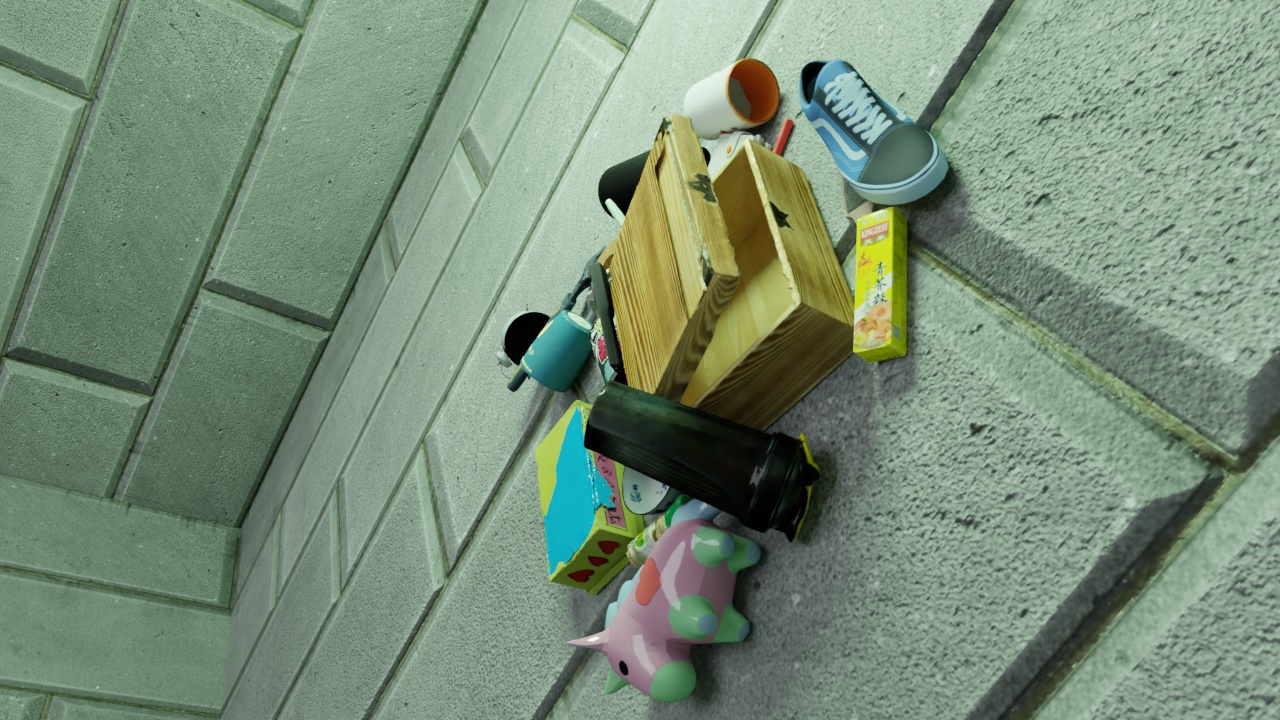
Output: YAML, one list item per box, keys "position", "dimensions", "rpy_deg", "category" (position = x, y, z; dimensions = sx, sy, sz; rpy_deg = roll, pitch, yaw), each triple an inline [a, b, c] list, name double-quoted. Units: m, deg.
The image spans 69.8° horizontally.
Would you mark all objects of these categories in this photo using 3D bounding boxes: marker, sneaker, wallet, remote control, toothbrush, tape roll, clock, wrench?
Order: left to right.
- position: [-0.183, -0.024, 1.483]
  dimensions: [0.122, 0.094, 0.035]
  rpy_deg: [-62, 25, 1]
  category: "clock"
- position: [-0.130, -0.066, 1.446]
  dimensions: [0.273, 0.022, 0.073]
  rpy_deg: [-56, 16, 3]
  category: "wrench"
- position: [-0.038, -0.051, 1.081]
  dimensions: [0.015, 0.032, 0.136]
  rpy_deg: [-17, 67, 10]
  category: "remote control"
- position: [-0.036, -0.135, 1.373]
  dimensions: [0.094, 0.027, 0.093]
  rpy_deg: [-39, 40, 43]
  category: "tape roll"
- position: [-0.008, -0.172, 1.286]
  dimensions: [0.015, 0.022, 0.154]
  rpy_deg: [-35, 65, 1]
  category: "toothbrush"
- position: [0.121, -0.228, 1.153]
  dimensions: [0.115, 0.037, 0.118]
  rpy_deg: [31, 102, 62]
  category: "wallet"
- position: [0.156, -0.226, 1.117]
  dimensions: [0.013, 0.012, 0.142]
  rpy_deg: [22, 91, 62]
  category: "marker"
- position: [0.213, -0.239, 0.916]
  dimensions: [0.083, 0.098, 0.241]
  rpy_deg: [-40, 35, 13]
  category: "sneaker"

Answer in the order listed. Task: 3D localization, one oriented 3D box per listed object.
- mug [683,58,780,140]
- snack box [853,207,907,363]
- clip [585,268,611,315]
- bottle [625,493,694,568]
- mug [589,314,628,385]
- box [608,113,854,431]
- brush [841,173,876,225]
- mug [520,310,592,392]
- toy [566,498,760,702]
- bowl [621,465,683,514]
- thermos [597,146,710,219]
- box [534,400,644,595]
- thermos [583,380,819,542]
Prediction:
- position: [0.117, -0.334, 1.184]
  dimensions: [0.105, 0.082, 0.082]
  rpy_deg: [-1, 70, 61]
  category: "mug"
- position: [0.226, -0.071, 0.862]
  dimensions: [0.040, 0.029, 0.147]
  rpy_deg: [-16, 57, 42]
  category: "snack box"
- position: [-0.005, -0.082, 1.214]
  dimensions: [0.101, 0.126, 0.152]
  rpy_deg: [43, 157, 26]
  category: "clip"
- position: [0.029, 0.193, 1.024]
  dimensions: [0.111, 0.043, 0.043]
  rpy_deg: [-48, 34, 35]
  category: "bottle"
- position: [-0.007, 0.007, 1.147]
  dimensions: [0.082, 0.118, 0.098]
  rpy_deg: [-25, 45, 3]
  category: "mug"
- position: [0.064, -0.075, 0.996]
  dimensions: [0.252, 0.192, 0.278]
  rpy_deg: [-49, 35, 35]
  category: "box"
- position: [0.226, -0.154, 0.940]
  dimensions: [0.050, 0.015, 0.135]
  rpy_deg: [-34, 43, 46]
  category: "brush"
- position: [-0.116, -0.021, 1.393]
  dimensions: [0.104, 0.084, 0.112]
  rpy_deg: [-55, 2, 15]
  category: "mug"
- position: [0.031, 0.237, 0.929]
  dimensions: [0.171, 0.120, 0.222]
  rpy_deg: [-5, 68, 49]
  category: "toy"
- position: [0.029, 0.129, 1.062]
  dimensions: [0.115, 0.045, 0.114]
  rpy_deg: [-40, 39, 42]
  category: "bowl"
- position: [0.024, -0.252, 1.285]
  dimensions: [0.199, 0.086, 0.086]
  rpy_deg: [-3, 69, 60]
  category: "thermos"
- position: [-0.068, 0.173, 1.174]
  dimensions: [0.125, 0.079, 0.220]
  rpy_deg: [-51, 35, 28]
  category: "box"
- position: [0.059, 0.089, 0.877]
  dimensions: [0.098, 0.221, 0.098]
  rpy_deg: [23, -91, -79]
  category: "thermos"
